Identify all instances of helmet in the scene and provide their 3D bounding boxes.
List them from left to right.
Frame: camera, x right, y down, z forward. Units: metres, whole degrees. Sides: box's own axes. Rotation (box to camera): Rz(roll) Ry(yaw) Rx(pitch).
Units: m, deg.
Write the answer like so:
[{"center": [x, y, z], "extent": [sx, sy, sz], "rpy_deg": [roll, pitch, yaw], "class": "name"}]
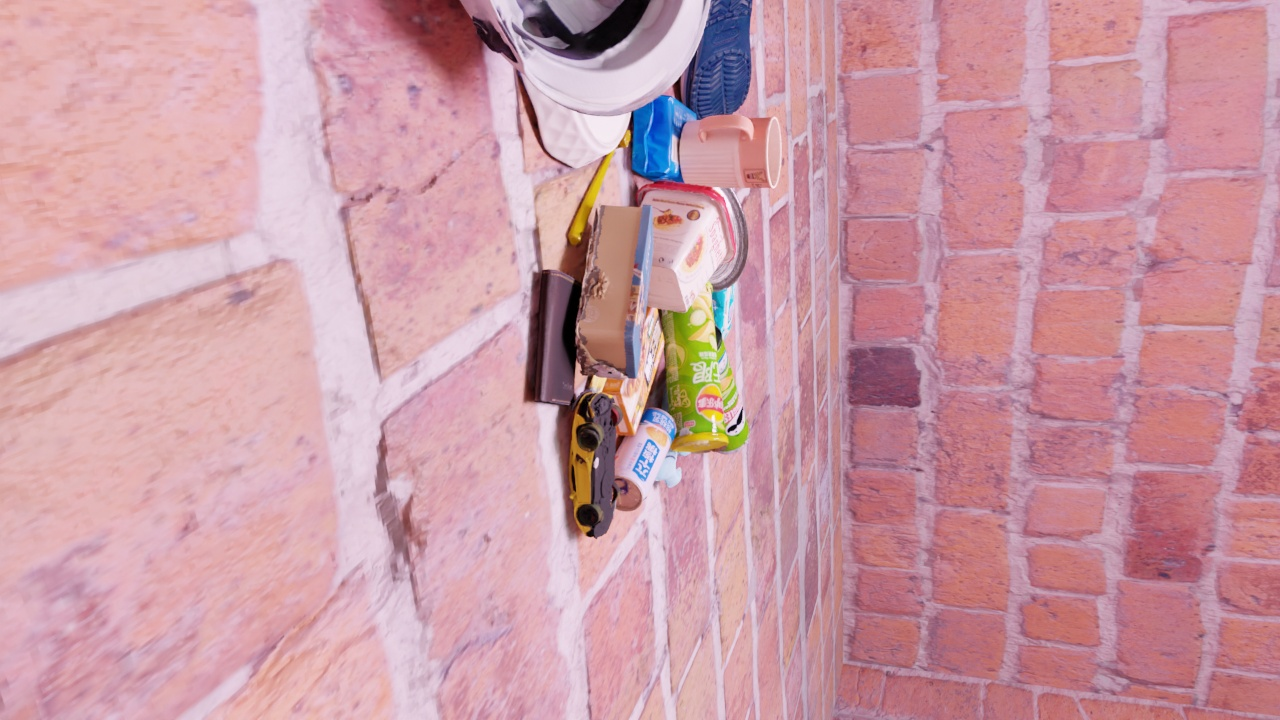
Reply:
[{"center": [-0.056, -0.322, 0.673], "extent": [0.228, 0.146, 0.259], "rpy_deg": [-42, 144, -13], "class": "helmet"}]

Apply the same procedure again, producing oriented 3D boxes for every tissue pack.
[{"center": [0.030, -0.263, 1.109], "extent": [0.157, 0.052, 0.095], "rpy_deg": [-9, 102, -71], "class": "tissue pack"}, {"center": [0.109, -0.094, 1.334], "extent": [0.093, 0.050, 0.134], "rpy_deg": [-52, 149, -61], "class": "tissue pack"}]

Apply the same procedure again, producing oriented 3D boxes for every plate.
[{"center": [-0.054, -0.287, 0.874], "extent": [0.204, 0.046, 0.205], "rpy_deg": [2, 89, -72], "class": "plate"}, {"center": [0.082, -0.179, 1.236], "extent": [0.179, 0.024, 0.179], "rpy_deg": [9, 78, -44], "class": "plate"}]

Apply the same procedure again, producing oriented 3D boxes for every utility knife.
[{"center": [-0.035, -0.016, 1.007], "extent": [0.031, 0.018, 0.166], "rpy_deg": [79, 17, -48], "class": "utility knife"}]

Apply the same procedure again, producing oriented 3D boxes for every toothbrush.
[{"center": [-0.041, -0.186, 0.961], "extent": [0.016, 0.017, 0.189], "rpy_deg": [72, 27, -43], "class": "toothbrush"}]

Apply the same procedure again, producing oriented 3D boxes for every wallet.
[{"center": [-0.076, -0.019, 0.869], "extent": [0.096, 0.020, 0.122], "rpy_deg": [19, 74, -73], "class": "wallet"}]

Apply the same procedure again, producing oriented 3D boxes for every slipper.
[{"center": [0.087, -0.423, 1.214], "extent": [0.095, 0.105, 0.253], "rpy_deg": [55, -16, 28], "class": "slipper"}]

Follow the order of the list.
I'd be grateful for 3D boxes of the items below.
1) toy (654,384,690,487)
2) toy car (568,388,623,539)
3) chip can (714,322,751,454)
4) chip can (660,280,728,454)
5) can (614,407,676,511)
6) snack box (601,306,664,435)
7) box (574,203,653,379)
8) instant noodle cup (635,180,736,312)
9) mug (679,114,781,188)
[{"center": [0.050, 0.081, 1.201], "extent": [0.156, 0.050, 0.161], "rpy_deg": [-15, 105, -63], "class": "toy"}, {"center": [-0.048, 0.107, 0.927], "extent": [0.071, 0.041, 0.156], "rpy_deg": [-43, 136, -64], "class": "toy car"}, {"center": [0.106, 0.043, 1.329], "extent": [0.236, 0.072, 0.072], "rpy_deg": [68, 30, -48], "class": "chip can"}, {"center": [0.064, 0.003, 1.147], "extent": [0.072, 0.073, 0.221], "rpy_deg": [37, 46, -67], "class": "chip can"}, {"center": [-0.001, 0.111, 1.046], "extent": [0.134, 0.053, 0.053], "rpy_deg": [-60, 146, -54], "class": "can"}, {"center": [-0.006, 0.006, 1.065], "extent": [0.075, 0.026, 0.153], "rpy_deg": [74, 25, -42], "class": "snack box"}, {"center": [-0.023, -0.076, 0.919], "extent": [0.090, 0.062, 0.184], "rpy_deg": [87, 11, -62], "class": "box"}, {"center": [0.038, -0.129, 1.070], "extent": [0.124, 0.117, 0.116], "rpy_deg": [-63, 151, -29], "class": "instant noodle cup"}, {"center": [0.103, -0.250, 1.075], "extent": [0.114, 0.106, 0.081], "rpy_deg": [43, 53, -66], "class": "mug"}]
